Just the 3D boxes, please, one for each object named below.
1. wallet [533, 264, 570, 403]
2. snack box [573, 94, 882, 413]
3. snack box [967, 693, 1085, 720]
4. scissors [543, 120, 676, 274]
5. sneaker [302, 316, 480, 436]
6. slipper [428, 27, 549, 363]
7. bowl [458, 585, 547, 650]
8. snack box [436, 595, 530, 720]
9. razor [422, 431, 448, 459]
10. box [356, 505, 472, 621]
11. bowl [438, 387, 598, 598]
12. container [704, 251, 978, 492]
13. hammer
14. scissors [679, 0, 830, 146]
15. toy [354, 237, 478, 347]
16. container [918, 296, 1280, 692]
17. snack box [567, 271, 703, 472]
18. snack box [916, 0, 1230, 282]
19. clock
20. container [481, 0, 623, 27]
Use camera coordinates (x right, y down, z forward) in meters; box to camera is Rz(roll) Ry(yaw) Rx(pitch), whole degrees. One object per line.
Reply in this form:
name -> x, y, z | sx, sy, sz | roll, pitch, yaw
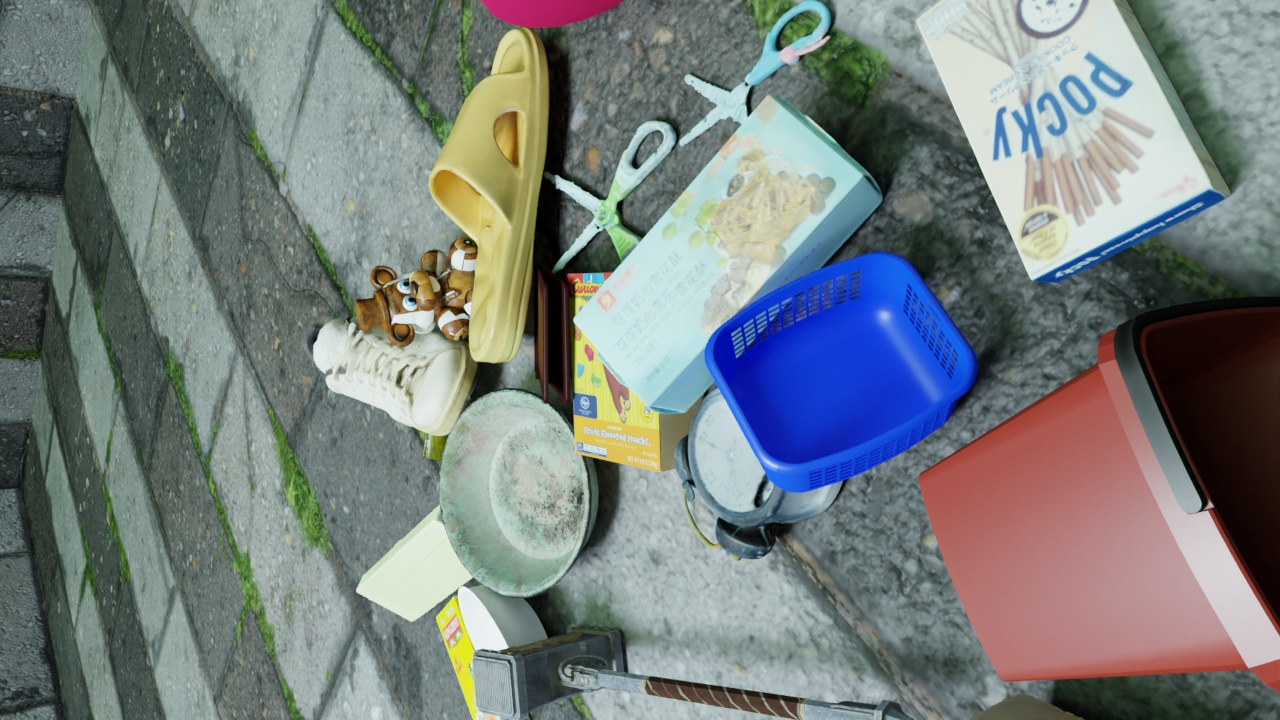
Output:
wallet -> -0.069, -0.020, 0.681 | 0.115, 0.018, 0.091 | -136, 46, -74
snack box -> 0.047, -0.056, 0.517 | 0.175, 0.053, 0.075 | -47, 65, 14
snack box -> 0.199, 0.259, 0.370 | 0.145, 0.080, 0.195 | 13, 100, 48
scissors -> -0.022, -0.111, 0.672 | 0.171, 0.023, 0.169 | 42, 125, 37
sneaker -> -0.234, -0.001, 0.827 | 0.242, 0.102, 0.089 | 13, 78, 51
slipper -> -0.126, -0.130, 0.721 | 0.100, 0.078, 0.263 | 175, 98, -67
bowl -> -0.100, 0.220, 0.727 | 0.110, 0.040, 0.110 | 40, 143, 40
snack box -> -0.131, 0.272, 0.782 | 0.040, 0.028, 0.148 | -52, 54, 35
razor -> -0.214, 0.059, 0.881 | 0.106, 0.026, 0.042 | 21, 108, 51
box -> -0.181, 0.176, 0.822 | 0.077, 0.089, 0.189 | 48, 130, -1
bowl -> -0.088, 0.100, 0.708 | 0.158, 0.038, 0.157 | -1, 88, 36
container -> 0.099, 0.010, 0.465 | 0.114, 0.058, 0.096 | -26, 63, -1
hammer -> 0.023, 0.199, 0.554 | 0.323, 0.098, 0.044 | -14, 80, 48
scissors -> 0.072, -0.152, 0.567 | 0.137, 0.015, 0.125 | -31, 66, 51
toy -> -0.185, -0.054, 0.785 | 0.087, 0.112, 0.067 | 68, 156, 17
container -> 0.214, 0.040, 0.303 | 0.201, 0.147, 0.127 | -41, 61, 51
snack box -> -0.004, 0.004, 0.618 | 0.088, 0.040, 0.126 | 6, 100, 48
snack box -> 0.190, -0.119, 0.419 | 0.082, 0.026, 0.150 | -34, 65, 43
clock -> 0.066, 0.062, 0.544 | 0.090, 0.052, 0.130 | 58, 134, 30
container -> -0.079, -0.362, 0.625 | 0.184, 0.182, 0.225 | -25, 79, 46
